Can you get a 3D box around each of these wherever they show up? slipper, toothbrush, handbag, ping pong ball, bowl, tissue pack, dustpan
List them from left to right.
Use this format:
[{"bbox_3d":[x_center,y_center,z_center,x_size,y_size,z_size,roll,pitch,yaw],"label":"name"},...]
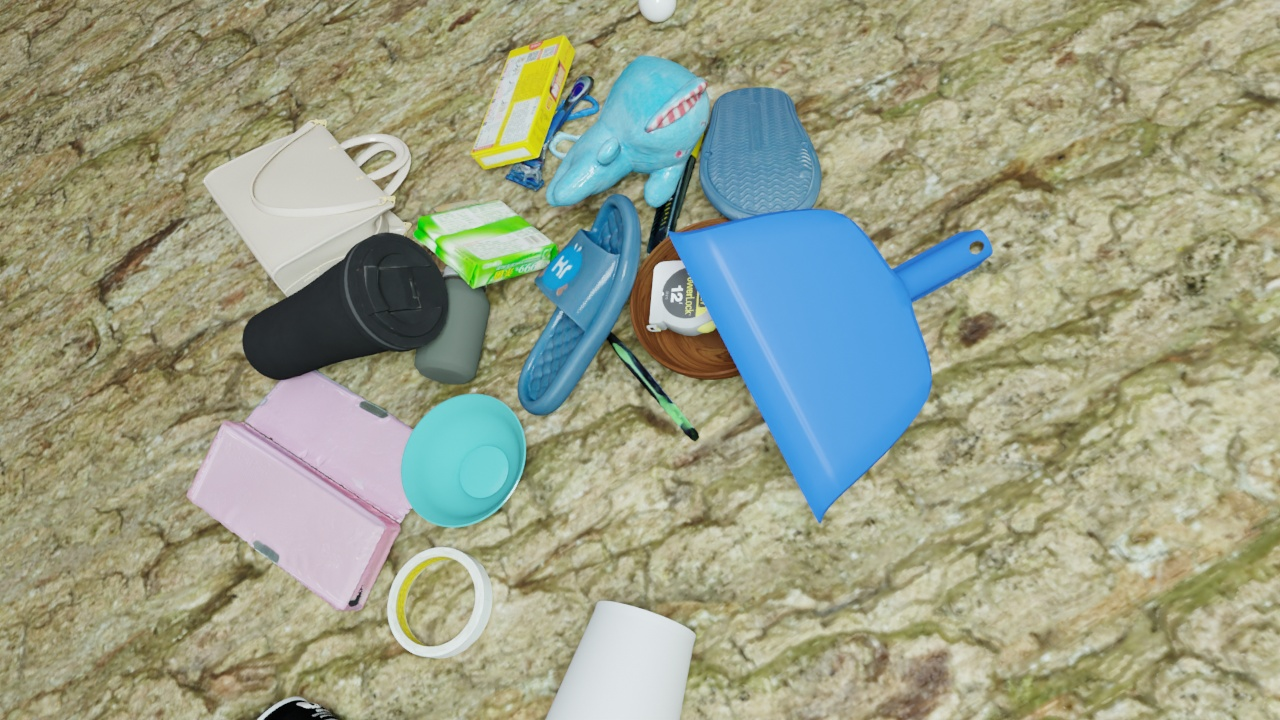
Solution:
[{"bbox_3d":[-0.332,-0.175,0.984,0.197,0.101,0.194,-37,61,-13],"label":"handbag"},{"bbox_3d":[-0.151,0.095,0.829,0.121,0.046,0.121,-7,67,16],"label":"bowl"},{"bbox_3d":[-0.149,-0.116,0.890,0.113,0.034,0.099,-23,52,-41],"label":"tissue pack"},{"bbox_3d":[-0.060,-0.049,0.816,0.214,0.059,0.104,-64,32,9],"label":"slipper"},{"bbox_3d":[-0.005,0.005,0.839,0.014,0.017,0.188,-42,65,3],"label":"toothbrush"},{"bbox_3d":[0.018,-0.379,0.970,0.040,0.040,0.040,-7,67,16],"label":"ping pong ball"},{"bbox_3d":[0.071,-0.043,0.799,0.147,0.069,0.147,-7,66,16],"label":"bowl"},{"bbox_3d":[0.104,-0.183,0.836,0.104,0.059,0.213,-5,44,4],"label":"slipper"},{"bbox_3d":[0.182,-0.042,0.728,0.257,0.059,0.245,-28,91,-11],"label":"dustpan"}]

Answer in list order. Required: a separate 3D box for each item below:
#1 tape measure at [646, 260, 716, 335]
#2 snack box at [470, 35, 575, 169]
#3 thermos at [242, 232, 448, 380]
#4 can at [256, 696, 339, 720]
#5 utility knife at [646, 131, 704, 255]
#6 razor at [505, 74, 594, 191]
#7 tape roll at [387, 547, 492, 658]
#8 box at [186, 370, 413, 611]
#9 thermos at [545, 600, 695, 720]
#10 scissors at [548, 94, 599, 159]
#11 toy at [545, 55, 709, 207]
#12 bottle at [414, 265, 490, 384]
[{"bbox_3d":[0.039,-0.052,0.763,0.065,0.017,0.064,-2,67,18],"label":"tape measure"},{"bbox_3d":[-0.122,-0.271,0.961,0.075,0.025,0.152,-4,59,32],"label":"snack box"},{"bbox_3d":[-0.285,-0.040,0.864,0.219,0.105,0.105,-17,62,36],"label":"thermos"},{"bbox_3d":[-0.250,0.344,0.741,0.146,0.080,0.080,27,79,26],"label":"can"},{"bbox_3d":[0.032,-0.163,0.890,0.029,0.020,0.186,2,69,42],"label":"utility knife"},{"bbox_3d":[-0.090,-0.241,0.949,0.044,0.018,0.140,26,79,24],"label":"razor"},{"bbox_3d":[-0.176,0.212,0.805,0.094,0.019,0.094,-7,67,16],"label":"tape roll"},{"bbox_3d":[-0.314,0.109,0.879,0.233,0.051,0.180,24,77,25],"label":"box"},{"bbox_3d":[-0.030,0.298,0.670,0.132,0.131,0.221,10,64,22],"label":"thermos"},{"bbox_3d":[-0.105,-0.238,0.972,0.133,0.020,0.097,-11,63,13],"label":"scissors"},{"bbox_3d":[-0.006,-0.197,0.853,0.180,0.115,0.183,-46,17,-5],"label":"toy"},{"bbox_3d":[-0.179,-0.035,0.884,0.060,0.060,0.108,2,69,19],"label":"bottle"}]
